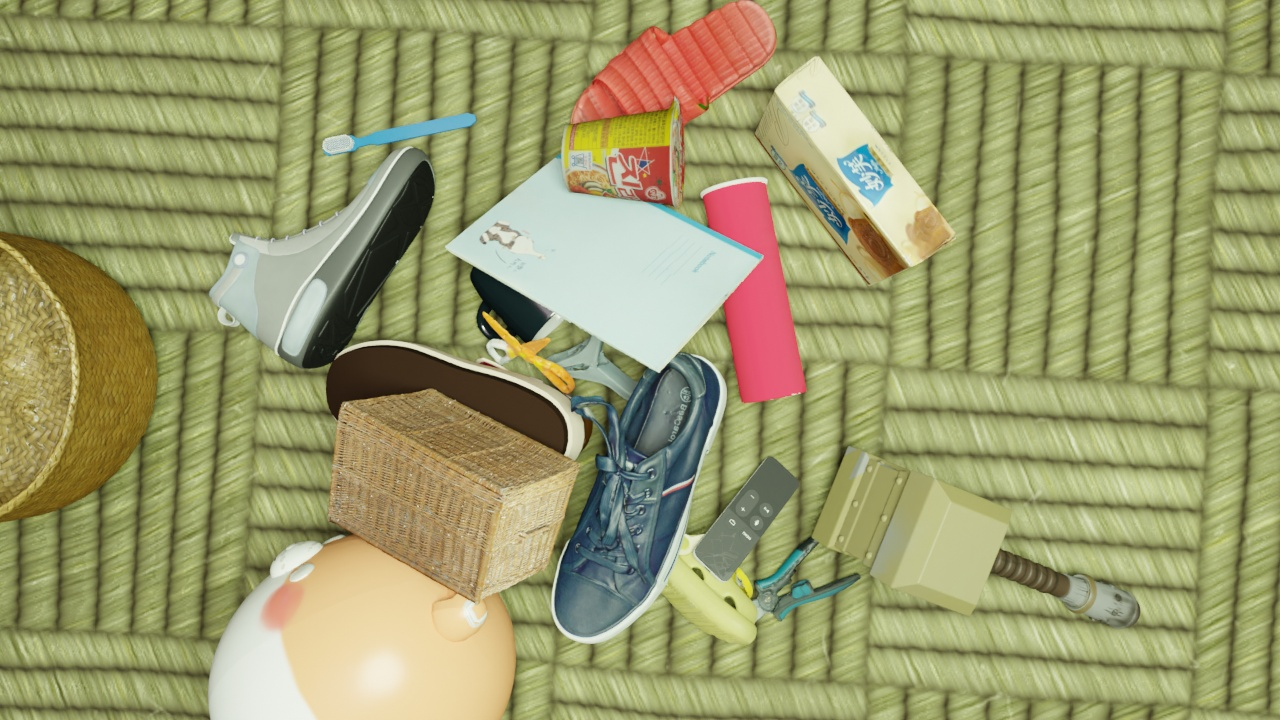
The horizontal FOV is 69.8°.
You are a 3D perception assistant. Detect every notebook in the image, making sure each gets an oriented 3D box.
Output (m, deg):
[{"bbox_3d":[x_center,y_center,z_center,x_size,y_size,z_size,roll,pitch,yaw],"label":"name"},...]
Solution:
[{"bbox_3d":[-0.034,-0.105,0.888,0.253,0.009,0.180,30,56,20],"label":"notebook"}]

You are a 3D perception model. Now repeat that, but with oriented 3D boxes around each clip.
[{"bbox_3d":[-0.002,0.010,0.942,0.164,0.031,0.169,43,127,-16],"label":"clip"}]

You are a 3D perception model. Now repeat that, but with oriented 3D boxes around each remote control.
[{"bbox_3d":[0.108,0.158,0.927,0.045,0.008,0.146,43,58,2],"label":"remote control"}]

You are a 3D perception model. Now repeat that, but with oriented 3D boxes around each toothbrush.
[{"bbox_3d":[-0.258,-0.243,0.979,0.166,0.014,0.016,-11,89,1],"label":"toothbrush"}]

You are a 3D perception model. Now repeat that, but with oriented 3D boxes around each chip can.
[{"bbox_3d":[0.116,-0.070,0.938,0.069,0.069,0.220,-11,89,1],"label":"chip can"}]

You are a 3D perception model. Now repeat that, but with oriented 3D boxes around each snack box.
[{"bbox_3d":[0.201,-0.175,0.895,0.055,0.153,0.207,-37,88,-2],"label":"snack box"}]

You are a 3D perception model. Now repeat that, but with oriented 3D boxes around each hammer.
[{"bbox_3d":[0.355,0.199,0.898,0.324,0.190,0.100,22,89,-16],"label":"hammer"}]

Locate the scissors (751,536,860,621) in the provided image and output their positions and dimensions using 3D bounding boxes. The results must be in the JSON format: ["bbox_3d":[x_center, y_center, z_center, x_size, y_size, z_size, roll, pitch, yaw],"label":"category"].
[{"bbox_3d":[0.161,0.232,0.958,0.151,0.019,0.119,1,90,3],"label":"scissors"}]

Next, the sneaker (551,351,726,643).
[{"bbox_3d":[-0.017,0.123,0.843,0.121,0.127,0.294,23,90,20],"label":"sneaker"}]

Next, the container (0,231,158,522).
[{"bbox_3d":[-0.641,0.017,0.897,0.307,0.196,0.307,0,89,3],"label":"container"}]

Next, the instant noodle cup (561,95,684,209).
[{"bbox_3d":[-0.016,-0.198,0.905,0.112,0.100,0.100,0,89,8],"label":"instant noodle cup"}]

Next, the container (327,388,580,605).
[{"bbox_3d":[-0.168,0.114,0.810,0.199,0.113,0.113,22,106,25],"label":"container"}]

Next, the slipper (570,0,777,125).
[{"bbox_3d":[0.032,-0.295,0.949,0.249,0.059,0.103,-35,89,0],"label":"slipper"}]

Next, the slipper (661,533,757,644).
[{"bbox_3d":[0.051,0.207,0.938,0.190,0.092,0.081,42,66,3],"label":"slipper"}]

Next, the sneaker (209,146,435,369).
[{"bbox_3d":[-0.334,-0.130,0.950,0.160,0.093,0.256,29,89,10],"label":"sneaker"}]

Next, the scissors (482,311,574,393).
[{"bbox_3d":[-0.119,-0.007,0.929,0.125,0.131,0.011,47,59,-28],"label":"scissors"}]

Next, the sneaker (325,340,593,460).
[{"bbox_3d":[-0.179,0.041,0.942,0.294,0.116,0.112,9,96,21],"label":"sneaker"}]

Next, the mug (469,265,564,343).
[{"bbox_3d":[-0.127,-0.066,0.946,0.094,0.085,0.122,46,119,2],"label":"mug"}]

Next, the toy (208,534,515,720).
[{"bbox_3d":[-0.243,0.277,0.844,0.281,0.262,0.265,-37,96,6],"label":"toy"}]
